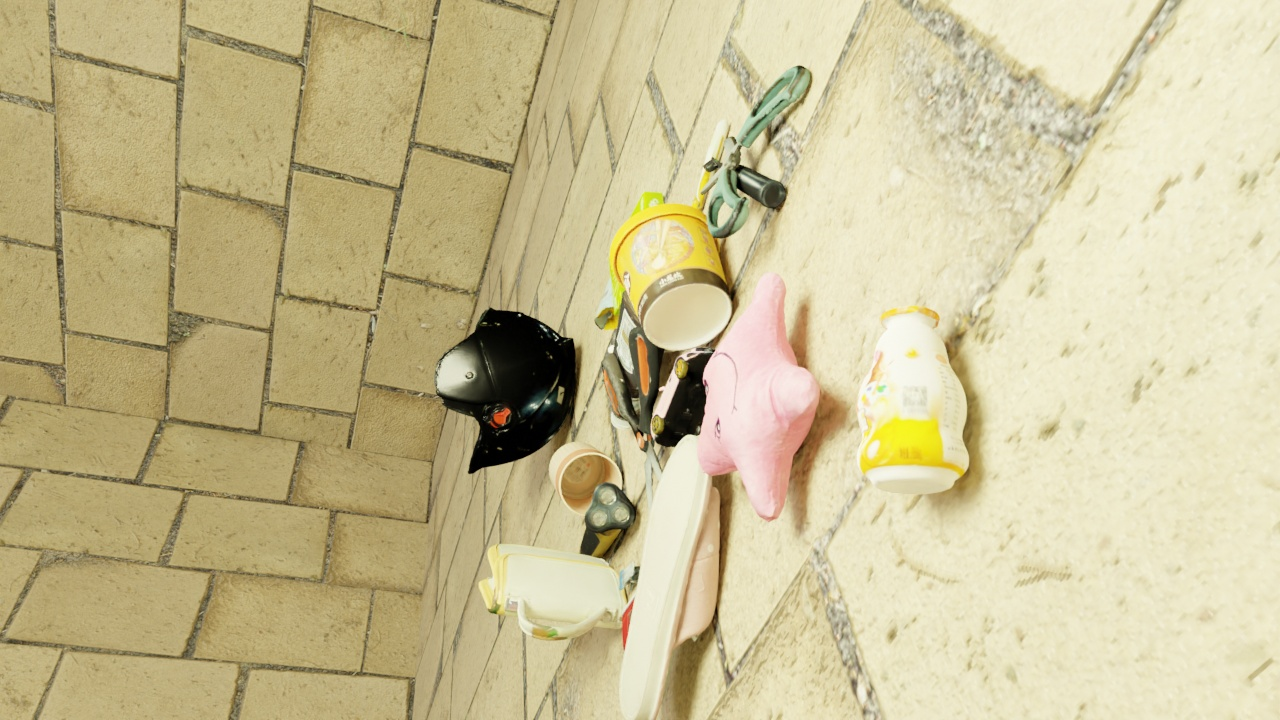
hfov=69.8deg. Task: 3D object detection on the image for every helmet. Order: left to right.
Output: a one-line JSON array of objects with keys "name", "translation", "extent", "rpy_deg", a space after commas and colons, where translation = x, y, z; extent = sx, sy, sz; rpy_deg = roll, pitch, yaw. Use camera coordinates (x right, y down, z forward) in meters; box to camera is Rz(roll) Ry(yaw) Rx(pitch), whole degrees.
[{"name": "helmet", "translation": [-0.221, 0.050, 1.513], "extent": [0.233, 0.230, 0.274], "rpy_deg": [-175, 86, -82]}]

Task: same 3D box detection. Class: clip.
[{"name": "clip", "translation": [-0.009, 0.245, 1.048], "extent": [0.058, 0.036, 0.025], "rpy_deg": [121, 157, -56]}]

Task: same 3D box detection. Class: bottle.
[{"name": "bottle", "translation": [-0.007, 0.006, 1.098], "extent": [0.195, 0.044, 0.079], "rpy_deg": [101, 150, -42]}, {"name": "bottle", "translation": [0.161, 0.023, 0.547], "extent": [0.063, 0.063, 0.108], "rpy_deg": [138, 140, -64]}]

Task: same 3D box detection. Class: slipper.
[{"name": "slipper", "translation": [0.035, 0.205, 0.859], "extent": [0.114, 0.054, 0.274], "rpy_deg": [177, 106, -73]}]

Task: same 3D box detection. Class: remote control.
[{"name": "remote control", "translation": [0.008, 0.261, 0.972], "extent": [0.136, 0.020, 0.055], "rpy_deg": [118, 158, -44]}]

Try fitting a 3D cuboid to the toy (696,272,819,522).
[{"name": "toy", "translation": [0.090, 0.044, 0.747], "extent": [0.194, 0.074, 0.179], "rpy_deg": [-98, 25, -45]}]

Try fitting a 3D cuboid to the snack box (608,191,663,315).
[{"name": "snack box", "translation": [-0.004, -0.125, 1.103], "extent": [0.157, 0.026, 0.085], "rpy_deg": [126, 142, -61]}]

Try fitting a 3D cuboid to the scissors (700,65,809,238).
[{"name": "scissors", "translation": [0.105, -0.194, 0.879], "extent": [0.172, 0.019, 0.169], "rpy_deg": [-44, 28, 41]}]

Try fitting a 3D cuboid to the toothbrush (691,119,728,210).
[{"name": "toothbrush", "translation": [0.069, -0.187, 1.069], "extent": [0.018, 0.016, 0.192], "rpy_deg": [-104, 30, -64]}]

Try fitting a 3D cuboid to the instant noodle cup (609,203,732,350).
[{"name": "instant noodle cup", "translation": [0.036, -0.082, 0.952], "extent": [0.114, 0.118, 0.119], "rpy_deg": [-107, 31, -42]}]

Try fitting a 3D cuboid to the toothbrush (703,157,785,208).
[{"name": "toothbrush", "translation": [0.101, -0.189, 0.948], "extent": [0.027, 0.026, 0.212], "rpy_deg": [-36, 23, 2]}]

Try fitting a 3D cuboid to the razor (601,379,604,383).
[{"name": "razor", "translation": [-0.016, -0.023, 1.223], "extent": [0.043, 0.028, 0.132], "rpy_deg": [27, 102, 66]}]

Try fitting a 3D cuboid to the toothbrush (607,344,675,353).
[{"name": "toothbrush", "translation": [0.004, -0.016, 1.131], "extent": [0.180, 0.016, 0.016], "rpy_deg": [-4, 75, 63]}]

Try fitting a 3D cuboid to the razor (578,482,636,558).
[{"name": "razor", "translation": [-0.050, 0.211, 1.137], "extent": [0.062, 0.067, 0.168], "rpy_deg": [49, 147, 18]}]

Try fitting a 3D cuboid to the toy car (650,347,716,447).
[{"name": "toy car", "translation": [0.048, 0.037, 0.928], "extent": [0.037, 0.056, 0.123], "rpy_deg": [-113, 38, -51]}]

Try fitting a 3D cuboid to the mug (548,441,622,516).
[{"name": "mug", "translation": [-0.071, 0.168, 1.214], "extent": [0.106, 0.081, 0.114], "rpy_deg": [-161, 53, -75]}]

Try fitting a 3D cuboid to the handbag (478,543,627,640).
[{"name": "handbag", "translation": [-0.094, 0.271, 1.058], "extent": [0.179, 0.163, 0.063], "rpy_deg": [-148, 71, -71]}]

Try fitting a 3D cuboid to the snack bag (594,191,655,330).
[{"name": "snack bag", "translation": [-0.014, -0.138, 1.251], "extent": [0.110, 0.039, 0.190], "rpy_deg": [117, 172, -67]}]

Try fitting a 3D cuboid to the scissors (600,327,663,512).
[{"name": "scissors", "translation": [-0.001, 0.065, 1.017], "extent": [0.221, 0.021, 0.228], "rpy_deg": [-126, 35, -49]}]
